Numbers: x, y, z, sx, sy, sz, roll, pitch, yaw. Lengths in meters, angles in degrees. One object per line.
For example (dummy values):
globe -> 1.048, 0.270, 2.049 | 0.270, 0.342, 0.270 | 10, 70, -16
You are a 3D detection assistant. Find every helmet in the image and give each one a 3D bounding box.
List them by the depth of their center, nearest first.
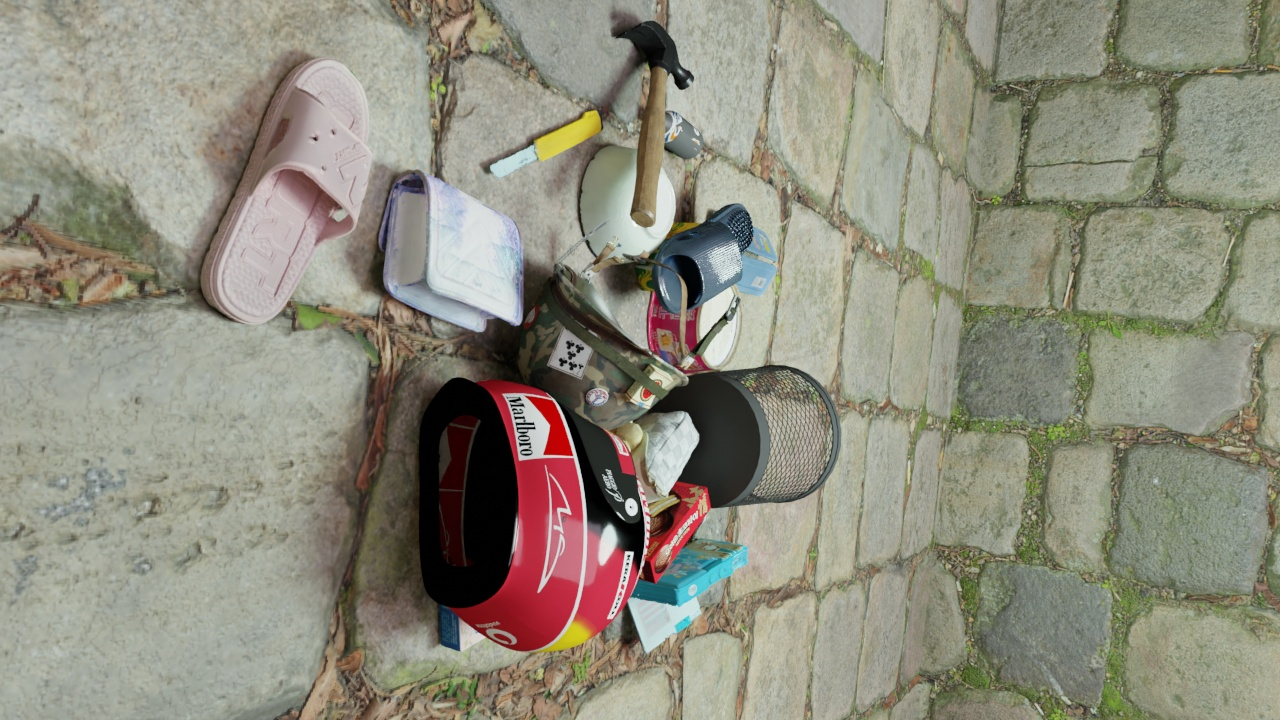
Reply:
helmet -> -0.099, 0.161, 0.953 | 0.224, 0.198, 0.270 | 13, 65, -46
helmet -> -0.031, -0.031, 1.037 | 0.236, 0.192, 0.224 | -38, 148, -11

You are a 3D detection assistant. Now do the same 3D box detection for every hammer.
hammer -> 0.013, -0.294, 1.137 | 0.132, 0.040, 0.304 | 40, 45, -42

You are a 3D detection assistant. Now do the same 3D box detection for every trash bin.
trash bin -> 0.150, 0.113, 1.361 | 0.227, 0.218, 0.218 | 1, 94, -54

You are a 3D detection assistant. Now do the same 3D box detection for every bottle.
bottle -> 0.046, -0.314, 1.262 | 0.112, 0.047, 0.047 | 17, 81, -58

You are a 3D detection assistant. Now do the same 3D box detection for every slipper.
slipper -> -0.277, -0.139, 0.760 | 0.094, 0.064, 0.239 | 42, 62, -53
slipper -> 0.109, -0.141, 1.247 | 0.262, 0.083, 0.101 | -42, 127, -46

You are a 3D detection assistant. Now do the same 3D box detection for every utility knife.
utility knife -> -0.103, -0.252, 1.061 | 0.226, 0.019, 0.030 | -46, 127, -51

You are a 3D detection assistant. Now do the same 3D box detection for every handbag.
handbag -> -0.184, -0.106, 0.919 | 0.158, 0.069, 0.126 | 23, 62, -58
handbag -> -0.002, 0.116, 1.209 | 0.123, 0.113, 0.171 | 60, 34, -13

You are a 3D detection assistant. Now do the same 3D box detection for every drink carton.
drink carton -> 0.049, -0.147, 1.286 | 0.122, 0.058, 0.041 | -54, 138, -38

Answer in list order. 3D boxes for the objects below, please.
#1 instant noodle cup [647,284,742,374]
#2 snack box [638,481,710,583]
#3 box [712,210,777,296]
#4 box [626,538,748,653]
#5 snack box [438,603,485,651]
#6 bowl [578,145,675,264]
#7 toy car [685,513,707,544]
instant noodle cup -> 0.089, -0.058, 1.350 | 0.178, 0.078, 0.179 | -17, 111, -56
snack box -> -0.003, 0.214, 1.202 | 0.151, 0.133, 0.036 | -45, 132, -45
box -> 0.169, -0.170, 1.489 | 0.209, 0.047, 0.122 | 6, 92, -60
box -> 0.073, 0.357, 1.390 | 0.226, 0.097, 0.117 | -10, 103, -57
snack box -> -0.166, 0.258, 1.045 | 0.153, 0.033, 0.088 | -16, 109, -56
bowl -> -0.006, -0.199, 1.177 | 0.153, 0.073, 0.153 | -12, 105, -57
toy car -> 0.078, 0.240, 1.421 | 0.047, 0.047, 0.112 | -55, 168, -36
